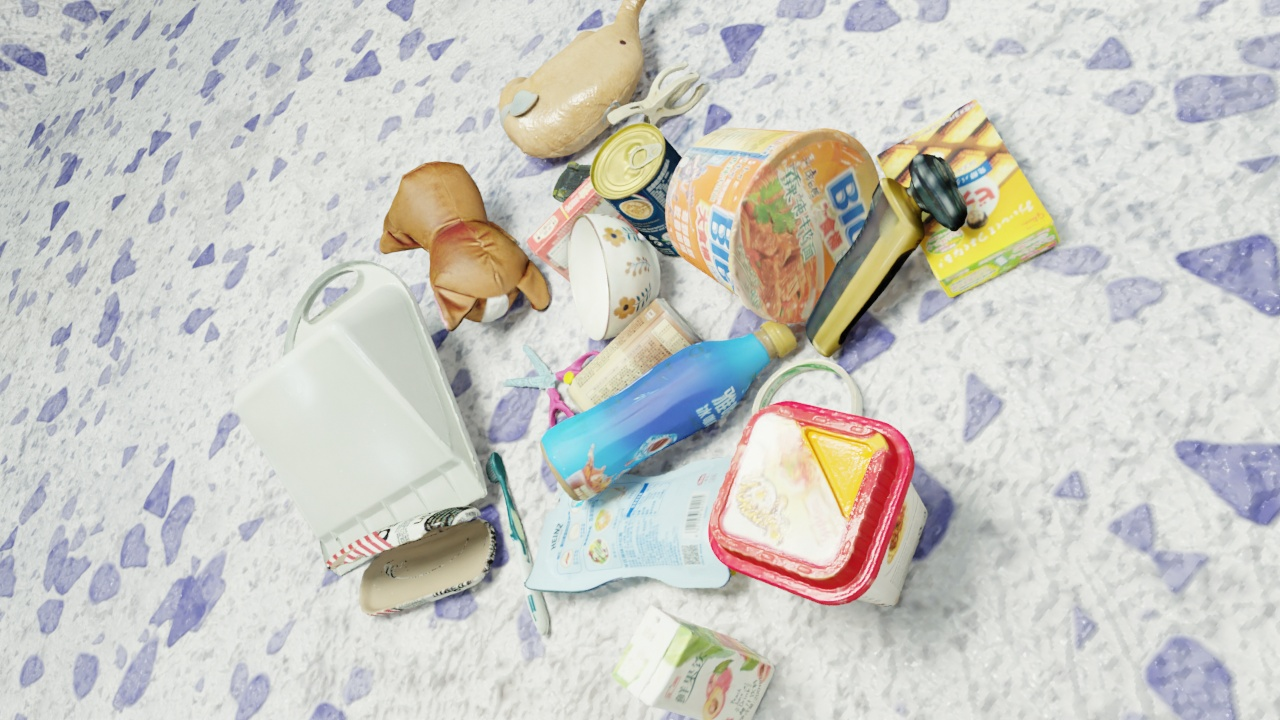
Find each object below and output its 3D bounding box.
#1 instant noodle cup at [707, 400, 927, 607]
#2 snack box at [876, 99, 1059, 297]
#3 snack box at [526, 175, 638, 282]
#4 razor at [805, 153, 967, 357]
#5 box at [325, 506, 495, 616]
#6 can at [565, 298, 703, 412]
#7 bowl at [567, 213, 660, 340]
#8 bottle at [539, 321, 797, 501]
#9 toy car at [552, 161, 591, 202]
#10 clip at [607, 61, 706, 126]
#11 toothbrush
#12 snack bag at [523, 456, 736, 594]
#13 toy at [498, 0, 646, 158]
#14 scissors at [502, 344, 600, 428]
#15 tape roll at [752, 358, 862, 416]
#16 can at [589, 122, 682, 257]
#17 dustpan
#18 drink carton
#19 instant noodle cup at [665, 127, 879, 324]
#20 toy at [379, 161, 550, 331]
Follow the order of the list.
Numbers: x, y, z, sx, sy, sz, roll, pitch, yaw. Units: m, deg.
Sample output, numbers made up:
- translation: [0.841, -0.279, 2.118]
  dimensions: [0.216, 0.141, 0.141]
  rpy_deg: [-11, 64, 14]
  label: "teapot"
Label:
- translation: [0.124, 0.101, 0.598]
  dimensions: [0.116, 0.124, 0.116]
  rpy_deg: [13, 74, 38]
  label: "instant noodle cup"
- translation: [0.246, -0.125, 0.700]
  dimensions: [0.087, 0.033, 0.140]
  rpy_deg: [-28, 54, 21]
  label: "snack box"
- translation: [-0.031, -0.143, 0.876]
  dimensions: [0.153, 0.075, 0.025]
  rpy_deg: [-45, 49, 7]
  label: "snack box"
- translation: [0.178, -0.073, 0.682]
  dimensions: [0.067, 0.062, 0.168]
  rpy_deg: [39, 115, 18]
  label: "razor"
- translation: [-0.202, 0.185, 0.831]
  dimensions: [0.163, 0.076, 0.088]
  rpy_deg: [-25, 89, 23]
  label: "box"
- translation: [-0.005, 0.005, 0.787]
  dimensions: [0.116, 0.058, 0.058]
  rpy_deg: [-44, 48, 7]
  label: "can"
- translation: [-0.020, -0.077, 0.828]
  dimensions: [0.062, 0.114, 0.113]
  rpy_deg: [-9, 49, -19]
  label: "bowl"
- translation: [0.026, 0.033, 0.736]
  dimensions: [0.219, 0.065, 0.065]
  rpy_deg: [-31, 50, 1]
  label: "bottle"
- translation: [-0.051, -0.175, 0.934]
  dimensions: [0.091, 0.036, 0.043]
  rpy_deg: [17, 77, 39]
  label: "toy car"
- translation: [0.018, -0.258, 0.931]
  dimensions: [0.100, 0.072, 0.034]
  rpy_deg: [-38, 50, 5]
  label: "clip"
- translation: [-0.110, 0.157, 0.807]
  dimensions: [0.018, 0.016, 0.191]
  rpy_deg: [-42, 48, 22]
  label: "toothbrush"
- translation: [-0.005, 0.131, 0.731]
  dimensions: [0.191, 0.039, 0.110]
  rpy_deg: [-11, 58, 32]
  label: "snack bag"
- translation: [-0.053, -0.308, 0.982]
  dimensions: [0.226, 0.082, 0.143]
  rpy_deg: [-37, 58, 10]
  label: "toy"
- translation: [-0.086, 0.028, 0.863]
  dimensions: [0.135, 0.017, 0.113]
  rpy_deg: [-4, 68, 38]
  label: "scissors"
- translation: [0.127, 0.039, 0.704]
  dimensions: [0.086, 0.014, 0.085]
  rpy_deg: [-17, 56, 28]
  label: "tape roll"
- translation: [0.016, -0.150, 0.824]
  dimensions: [0.075, 0.111, 0.075]
  rpy_deg: [-15, 59, 27]
  label: "can"
- translation: [-0.273, 0.038, 0.910]
  dimensions: [0.223, 0.258, 0.142]
  rpy_deg: [-30, 11, 27]
  label: "dustpan"
- translation: [0.036, 0.204, 0.605]
  dimensions: [0.045, 0.122, 0.053]
  rpy_deg: [24, 81, 43]
  label: "drink carton"
- translation: [0.098, -0.116, 0.731]
  dimensions: [0.151, 0.151, 0.111]
  rpy_deg: [-54, 40, -2]
  label: "instant noodle cup"
- translation: [-0.186, -0.108, 0.942]
  dimensions: [0.140, 0.131, 0.199]
  rpy_deg: [-24, 55, -27]
  label: "toy"
